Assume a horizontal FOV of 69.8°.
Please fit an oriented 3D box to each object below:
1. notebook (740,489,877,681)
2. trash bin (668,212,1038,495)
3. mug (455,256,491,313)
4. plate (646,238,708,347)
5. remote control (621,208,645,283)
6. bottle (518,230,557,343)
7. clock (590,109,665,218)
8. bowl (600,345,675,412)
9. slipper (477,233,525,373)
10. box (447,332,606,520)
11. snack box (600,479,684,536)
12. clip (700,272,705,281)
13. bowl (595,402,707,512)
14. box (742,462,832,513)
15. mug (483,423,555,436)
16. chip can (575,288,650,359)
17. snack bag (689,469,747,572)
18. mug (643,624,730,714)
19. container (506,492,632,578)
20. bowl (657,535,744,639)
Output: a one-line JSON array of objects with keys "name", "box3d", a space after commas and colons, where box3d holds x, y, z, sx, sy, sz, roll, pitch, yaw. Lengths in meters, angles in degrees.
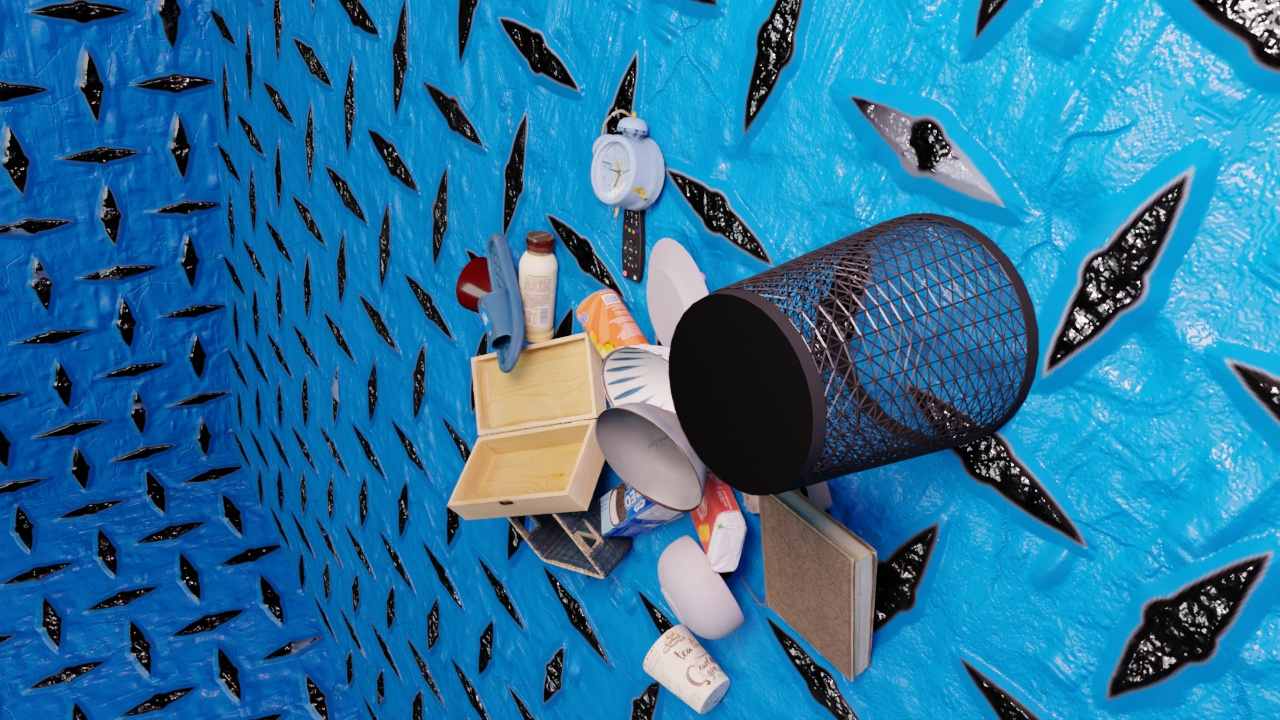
[{"name": "notebook", "box3d": [0.173, 0.226, 0.998, 0.190, 0.034, 0.216, 36, 147, 42]}, {"name": "trash bin", "box3d": [0.168, 0.000, 0.777, 0.217, 0.242, 0.217, 25, 123, 47]}, {"name": "mug", "box3d": [-0.221, -0.119, 1.421, 0.088, 0.087, 0.114, 24, 107, 27]}, {"name": "plate", "box3d": [0.039, -0.059, 1.090, 0.173, 0.019, 0.173, -17, 90, 70]}, {"name": "remote control", "box3d": [-0.008, -0.161, 1.159, 0.039, 0.010, 0.125, 28, 125, 46]}, {"name": "bottle", "box3d": [-0.150, -0.107, 1.337, 0.056, 0.056, 0.162, 35, 130, 42]}, {"name": "clock", "box3d": [-0.020, -0.239, 1.102, 0.089, 0.051, 0.124, -21, 76, 48]}, {"name": "bowl", "box3d": [0.044, 0.036, 1.058, 0.177, 0.070, 0.178, 29, 145, 23]}, {"name": "slipper", "box3d": [-0.209, -0.082, 1.333, 0.104, 0.059, 0.213, 133, 131, -63]}, {"name": "box", "box3d": [-0.158, 0.099, 1.326, 0.248, 0.096, 0.260, -11, 71, 38]}, {"name": "snack box", "box3d": [0.007, 0.183, 1.198, 0.227, 0.059, 0.059, 136, 137, -61]}, {"name": "clip", "box3d": [0.063, -0.078, 1.087, 0.035, 0.022, 0.058, 26, 117, 57]}, {"name": "bowl", "box3d": [0.023, 0.097, 1.029, 0.151, 0.056, 0.151, 29, 145, 22]}, {"name": "box", "box3d": [0.137, 0.069, 1.034, 0.149, 0.042, 0.216, 163, 91, -72]}, {"name": "mug", "box3d": [-0.188, 0.121, 1.445, 0.105, 0.085, 0.111, -30, 46, 43]}, {"name": "chip can", "box3d": [-0.007, 0.007, 1.180, 0.210, 0.062, 0.062, 58, 142, 22]}, {"name": "snack bag", "box3d": [0.091, 0.188, 1.104, 0.115, 0.036, 0.077, -111, 25, -55]}, {"name": "mug", "box3d": [0.068, 0.433, 1.252, 0.097, 0.081, 0.122, 37, 152, 31]}, {"name": "container", "box3d": [-0.118, 0.240, 1.375, 0.188, 0.071, 0.145, -3, 127, 54]}, {"name": "bowl", "box3d": [0.066, 0.290, 1.142, 0.132, 0.064, 0.132, 56, 170, 15]}]
